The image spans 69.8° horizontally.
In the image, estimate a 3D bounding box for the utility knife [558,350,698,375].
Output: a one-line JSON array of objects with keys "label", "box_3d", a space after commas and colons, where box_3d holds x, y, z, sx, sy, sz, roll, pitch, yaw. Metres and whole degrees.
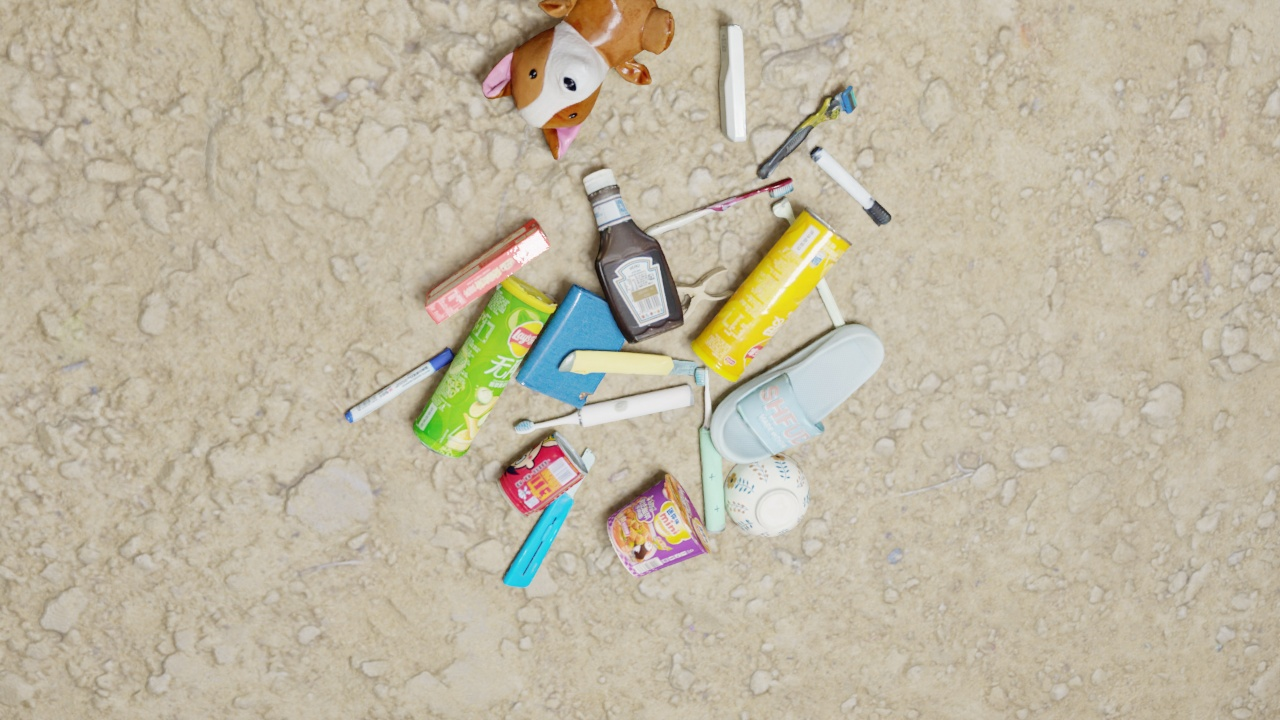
[{"label": "utility knife", "box_3d": [-0.006, 0.006, 1.084, 0.194, 0.020, 0.031, 6, 114, -27]}]

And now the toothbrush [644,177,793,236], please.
[{"label": "toothbrush", "box_3d": [0.093, -0.177, 1.077, 0.187, 0.016, 0.017, -20, 119, -4]}]

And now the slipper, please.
[{"label": "slipper", "box_3d": [0.200, 0.050, 1.127, 0.245, 0.074, 0.104, -36, 121, 1]}]

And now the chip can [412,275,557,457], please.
[{"label": "chip can", "box_3d": [-0.182, 0.009, 1.055, 0.072, 0.072, 0.221, 30, 100, -17]}]

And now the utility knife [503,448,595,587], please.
[{"label": "utility knife", "box_3d": [-0.111, 0.200, 1.155, 0.034, 0.018, 0.207, 27, 99, -16]}]

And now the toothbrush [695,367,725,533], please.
[{"label": "toothbrush", "box_3d": [0.089, 0.115, 1.158, 0.027, 0.026, 0.225, -2, 108, 10]}]

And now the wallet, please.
[{"label": "wallet", "box_3d": [-0.072, -0.015, 1.070, 0.106, 0.040, 0.133, 24, 104, -40]}]

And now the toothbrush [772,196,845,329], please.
[{"label": "toothbrush", "box_3d": [0.209, -0.112, 1.115, 0.029, 0.020, 0.189, -43, 114, -30]}]

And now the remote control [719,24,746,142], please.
[{"label": "remote control", "box_3d": [0.102, -0.307, 1.020, 0.024, 0.049, 0.125, -6, 107, -5]}]

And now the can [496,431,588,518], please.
[{"label": "can", "box_3d": [-0.119, 0.139, 1.109, 0.094, 0.066, 0.066, -38, 109, 3]}]

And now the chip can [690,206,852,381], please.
[{"label": "chip can", "box_3d": [0.151, -0.076, 1.074, 0.072, 0.072, 0.214, 34, 105, -18]}]

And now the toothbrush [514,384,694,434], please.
[{"label": "toothbrush", "box_3d": [-0.044, 0.063, 1.120, 0.221, 0.026, 0.026, -11, 147, -6]}]

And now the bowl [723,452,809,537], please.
[{"label": "bowl", "box_3d": [0.167, 0.180, 1.174, 0.113, 0.062, 0.113, -3, 108, -8]}]

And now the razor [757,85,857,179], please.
[{"label": "razor", "box_3d": [0.189, -0.262, 1.064, 0.143, 0.022, 0.042, -42, 153, 8]}]

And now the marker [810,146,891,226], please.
[{"label": "marker", "box_3d": [0.250, -0.206, 1.093, 0.130, 0.018, 0.023, 38, 107, -18]}]

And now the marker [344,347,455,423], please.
[{"label": "marker", "box_3d": [-0.281, 0.030, 1.074, 0.146, 0.017, 0.017, -32, 109, 1]}]

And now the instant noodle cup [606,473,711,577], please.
[{"label": "instant noodle cup", "box_3d": [0.019, 0.210, 1.140, 0.099, 0.111, 0.111, -28, 110, 10]}]

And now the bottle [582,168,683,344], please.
[{"label": "bottle", "box_3d": [-0.015, -0.119, 1.036, 0.079, 0.044, 0.195, -21, 93, -15]}]

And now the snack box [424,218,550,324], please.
[{"label": "snack box", "box_3d": [-0.171, -0.100, 1.022, 0.153, 0.075, 0.025, -35, 110, 1]}]

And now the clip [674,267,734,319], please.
[{"label": "clip", "box_3d": [0.055, -0.088, 1.088, 0.104, 0.034, 0.081, -35, 110, -3]}]

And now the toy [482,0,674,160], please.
[{"label": "toy", "box_3d": [-0.061, -0.315, 0.958, 0.200, 0.130, 0.140, -40, 115, 14]}]
